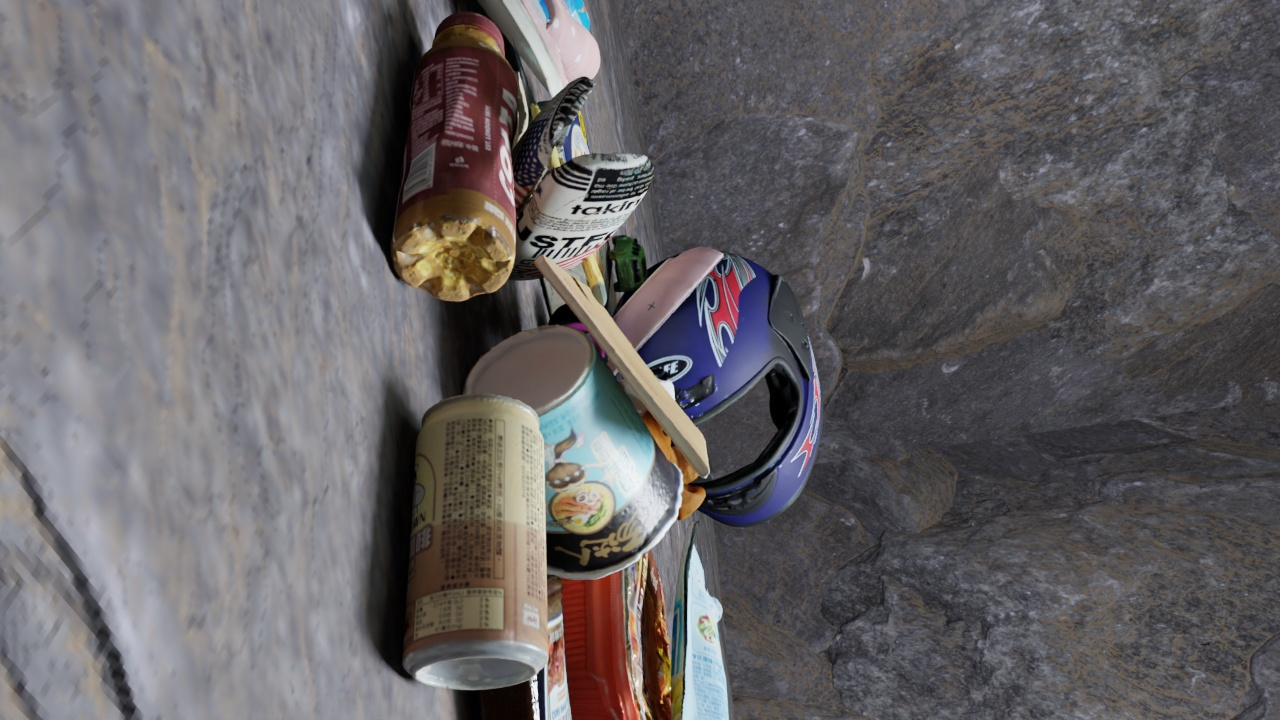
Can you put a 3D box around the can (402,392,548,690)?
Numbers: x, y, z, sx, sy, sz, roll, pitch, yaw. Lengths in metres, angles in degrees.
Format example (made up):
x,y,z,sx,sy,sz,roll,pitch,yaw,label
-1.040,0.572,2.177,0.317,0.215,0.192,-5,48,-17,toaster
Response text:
x,y,z,sx,sy,sz,roll,pitch,yaw,label
-0.070,0.077,0.397,0.058,0.058,0.116,72,11,-57,can

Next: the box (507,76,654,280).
x,y,z,sx,sy,sz,roll,pitch,yaw,label
-0.058,-0.105,0.537,0.163,0.076,0.087,-31,-106,64,box

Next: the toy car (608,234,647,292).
x,y,z,sx,sy,sz,roll,pitch,yaw,label
-0.012,-0.100,0.936,0.091,0.036,0.043,-95,175,-67,toy car

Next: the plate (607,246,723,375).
x,y,z,sx,sy,sz,roll,pitch,yaw,label
0.003,-0.043,0.896,0.039,0.192,0.192,42,8,-1,plate

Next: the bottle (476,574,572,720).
x,y,z,sx,sy,sz,roll,pitch,yaw,label
-0.052,0.209,0.456,0.080,0.044,0.194,45,37,-79,bottle

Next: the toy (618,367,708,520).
x,y,z,sx,sy,sz,roll,pitch,yaw,label
-0.010,0.066,0.735,0.130,0.140,0.199,-59,163,0,toy

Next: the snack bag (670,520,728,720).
x,y,z,sx,sy,sz,roll,pitch,yaw,label
0.040,0.213,0.609,0.190,0.039,0.110,-89,161,-46,snack bag

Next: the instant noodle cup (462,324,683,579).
x,y,z,sx,sy,sz,roll,pitch,yaw,label
-0.045,0.048,0.533,0.111,0.111,0.120,-92,163,-49,instant noodle cup

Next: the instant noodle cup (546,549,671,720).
x,y,z,sx,sy,sz,roll,pitch,yaw,label
-0.019,0.190,0.630,0.189,0.079,0.164,73,10,-50,instant noodle cup

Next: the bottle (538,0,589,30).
x,y,z,sx,sy,sz,roll,pitch,yaw,label
-0.096,-0.356,0.791,0.219,0.065,0.065,67,16,-65,bottle

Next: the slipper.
x,y,z,sx,sy,sz,roll,pitch,yaw,label
-0.078,-0.258,0.702,0.114,0.054,0.274,52,3,0,slipper

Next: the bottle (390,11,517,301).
x,y,z,sx,sy,sz,roll,pitch,yaw,label
-0.092,-0.114,0.474,0.057,0.057,0.174,73,10,-53,bottle

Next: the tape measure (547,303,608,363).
x,y,z,sx,sy,sz,roll,pitch,yaw,label
-0.050,-0.018,0.757,0.039,0.057,0.058,-89,177,-54,tape measure

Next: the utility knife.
x,y,z,sx,sy,sz,roll,pitch,yaw,label
-0.057,-0.126,0.617,0.031,0.021,0.198,112,-46,-78,utility knife

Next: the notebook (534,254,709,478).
x,y,z,sx,sy,sz,roll,pitch,yaw,label
-0.003,0.003,0.584,0.148,0.008,0.207,52,2,3,notebook

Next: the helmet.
x,y,z,sx,sy,sz,roll,pitch,yaw,label
0.077,0.013,1.084,0.240,0.248,0.314,41,36,-38,helmet

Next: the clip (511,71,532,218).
x,y,z,sx,sy,sz,roll,pitch,yaw,label
-0.096,-0.149,0.624,0.081,0.035,0.104,20,64,-85,clip

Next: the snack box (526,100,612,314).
x,y,z,sx,sy,sz,roll,pitch,yaw,label
-0.066,-0.132,0.843,0.182,0.046,0.178,-88,168,-61,snack box
